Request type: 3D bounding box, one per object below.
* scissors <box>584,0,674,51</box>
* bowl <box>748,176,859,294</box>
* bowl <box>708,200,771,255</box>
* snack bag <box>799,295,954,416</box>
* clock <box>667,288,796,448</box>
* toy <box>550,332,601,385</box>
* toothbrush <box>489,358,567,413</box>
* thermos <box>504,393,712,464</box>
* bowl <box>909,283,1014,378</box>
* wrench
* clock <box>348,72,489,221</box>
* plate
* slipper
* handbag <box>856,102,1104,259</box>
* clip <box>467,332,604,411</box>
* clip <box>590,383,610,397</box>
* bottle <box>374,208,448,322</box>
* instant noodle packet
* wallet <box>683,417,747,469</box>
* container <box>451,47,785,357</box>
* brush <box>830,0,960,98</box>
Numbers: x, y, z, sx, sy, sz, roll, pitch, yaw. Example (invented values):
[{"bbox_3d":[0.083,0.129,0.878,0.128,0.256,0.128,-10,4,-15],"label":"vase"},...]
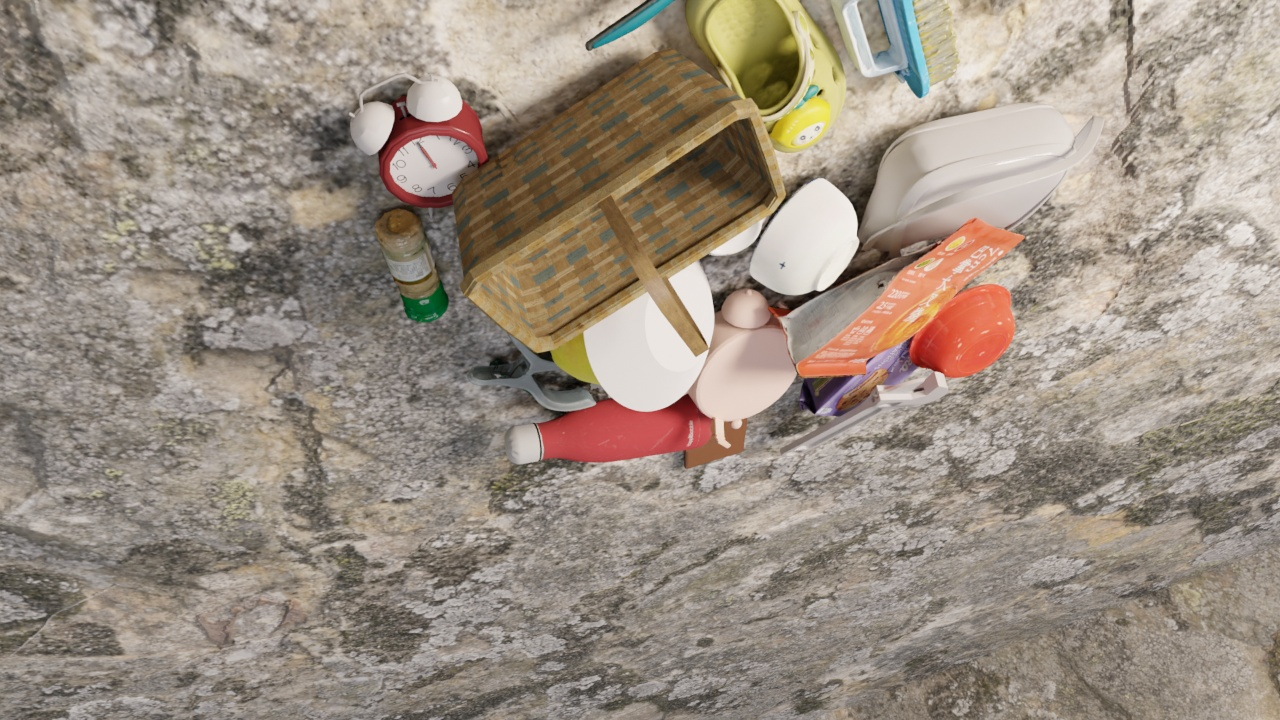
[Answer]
[{"bbox_3d":[0.012,-0.271,0.641,0.150,0.019,0.131,20,107,-1],"label":"scissors"},{"bbox_3d":[0.161,-0.107,0.857,0.113,0.063,0.114,-42,160,-20],"label":"bowl"},{"bbox_3d":[0.071,-0.136,0.823,0.118,0.062,0.118,-11,144,-8],"label":"bowl"},{"bbox_3d":[0.281,-0.010,1.086,0.096,0.058,0.206,9,134,-38],"label":"snack bag"},{"bbox_3d":[0.114,0.007,1.001,0.131,0.086,0.161,19,109,-39],"label":"clock"},{"bbox_3d":[-0.038,-0.044,0.882,0.134,0.092,0.207,-38,134,4],"label":"toy"},{"bbox_3d":[-0.108,0.045,1.036,0.016,0.017,0.189,-29,143,16],"label":"toothbrush"},{"bbox_3d":[-0.037,0.081,1.050,0.239,0.073,0.073,-7,144,-20],"label":"thermos"},{"bbox_3d":[0.371,-0.023,1.030,0.130,0.045,0.131,-17,142,-14],"label":"bowl"},{"bbox_3d":[0.264,0.072,1.119,0.086,0.018,0.274,0,157,-27],"label":"wrench"},{"bbox_3d":[-0.165,-0.166,0.702,0.087,0.044,0.124,-22,146,8],"label":"clock"},{"bbox_3d":[0.024,-0.037,0.854,0.036,0.173,0.173,6,166,45],"label":"plate"},{"bbox_3d":[0.106,-0.223,0.706,0.092,0.081,0.190,-32,140,16],"label":"slipper"},{"bbox_3d":[0.321,-0.148,0.896,0.216,0.095,0.223,-13,157,-4],"label":"handbag"},{"bbox_3d":[-0.110,0.024,0.979,0.106,0.027,0.163,-46,138,16],"label":"clip"},{"bbox_3d":[-0.007,0.006,1.003,0.101,0.054,0.058,-16,165,-36],"label":"clip"},{"bbox_3d":[-0.200,-0.081,0.805,0.043,0.043,0.111,-13,144,-6],"label":"bottle"},{"bbox_3d":[0.265,-0.068,0.918,0.222,0.084,0.164,-34,159,34],"label":"instant noodle packet"},{"bbox_3d":[0.097,0.097,1.193,0.087,0.013,0.121,-16,145,-9],"label":"wallet"},{"bbox_3d":[-0.006,-0.093,0.704,0.250,0.186,0.157,-32,155,6],"label":"container"},{"bbox_3d":[0.202,-0.254,0.721,0.075,0.055,0.136,-30,143,10],"label":"brush"}]
